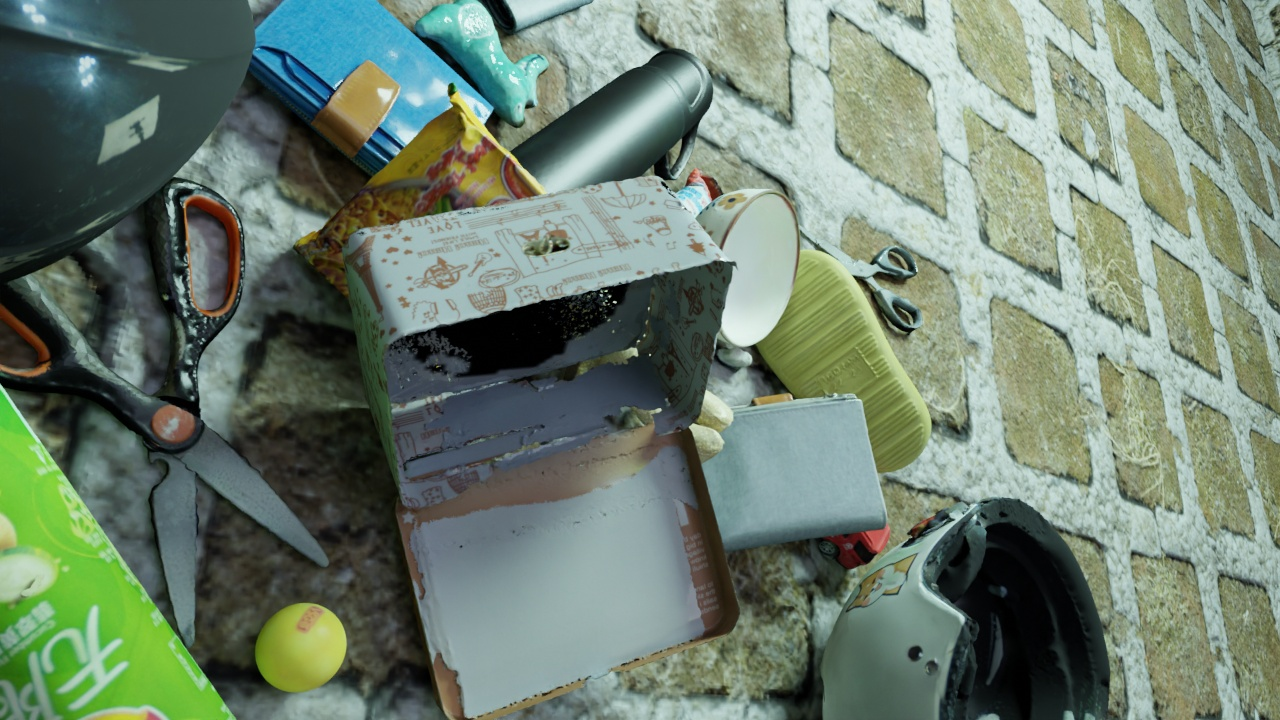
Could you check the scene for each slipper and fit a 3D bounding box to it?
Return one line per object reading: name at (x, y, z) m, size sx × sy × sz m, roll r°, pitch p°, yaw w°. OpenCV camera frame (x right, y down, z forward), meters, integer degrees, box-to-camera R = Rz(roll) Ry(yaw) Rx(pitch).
slipper at (0.157, 0.003, 0.738) m, size 0.190 × 0.092 × 0.081 m, roll 57°, pitch 7°, yaw 3°

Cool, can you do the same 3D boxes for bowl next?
bowl at (0.063, -0.071, 0.672) m, size 0.113 × 0.062 × 0.113 m, roll -24°, pitch 122°, yaw -45°

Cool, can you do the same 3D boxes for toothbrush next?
toothbrush at (0.012, -0.028, 0.656) m, size 0.181 × 0.018 × 0.015 m, roll 23°, pitch 68°, yaw -32°

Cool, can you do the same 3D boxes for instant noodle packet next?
instant noodle packet at (-0.105, -0.068, 0.501) m, size 0.111 × 0.128 × 0.044 m, roll 45°, pitch 9°, yaw -21°

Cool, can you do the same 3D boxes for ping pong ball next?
ping pong ball at (-0.159, 0.134, 0.430) m, size 0.040 × 0.040 × 0.040 m, roll 16°, pitch 65°, yaw -37°

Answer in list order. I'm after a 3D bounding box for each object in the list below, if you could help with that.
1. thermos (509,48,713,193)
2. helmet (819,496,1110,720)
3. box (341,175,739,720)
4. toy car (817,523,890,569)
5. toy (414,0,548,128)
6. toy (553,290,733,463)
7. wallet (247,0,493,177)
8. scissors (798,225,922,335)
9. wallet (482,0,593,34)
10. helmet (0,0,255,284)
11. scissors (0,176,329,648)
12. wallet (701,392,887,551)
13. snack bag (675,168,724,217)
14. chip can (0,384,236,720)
thermos at (-0.025, -0.133, 0.630) m, size 0.241 × 0.069 × 0.090 m, roll -47°, pitch 127°, yaw -41°
helmet at (0.219, 0.230, 0.648) m, size 0.230 × 0.157 × 0.273 m, roll 58°, pitch 36°, yaw -7°
box at (-0.047, 0.046, 0.491) m, size 0.179 × 0.130 × 0.273 m, roll -14°, pitch 112°, yaw -21°
toy car at (0.147, 0.105, 0.707) m, size 0.120 × 0.045 × 0.052 m, roll 51°, pitch 47°, yaw -12°
toy at (-0.099, -0.201, 0.614) m, size 0.092 × 0.030 × 0.096 m, roll 55°, pitch 40°, yaw -18°
toy at (-0.004, 0.003, 0.596) m, size 0.157 × 0.066 × 0.105 m, roll 44°, pitch 68°, yaw -11°
wallet at (-0.158, -0.163, 0.543) m, size 0.133 × 0.040 × 0.106 m, roll 39°, pitch 48°, yaw -23°
scissors at (0.207, -0.084, 0.851) m, size 0.163 × 0.014 × 0.165 m, roll 54°, pitch 50°, yaw -9°
wallet at (-0.095, -0.299, 0.660) m, size 0.121 × 0.019 × 0.097 m, roll 56°, pitch 46°, yaw -9°
helmet at (-0.268, -0.126, 0.299) m, size 0.230 × 0.234 × 0.273 m, roll 54°, pitch 40°, yaw -32°
scissors at (-0.226, 0.008, 0.431) m, size 0.221 × 0.022 × 0.224 m, roll 33°, pitch 55°, yaw -28°
wallet at (0.102, 0.076, 0.656) m, size 0.129 × 0.037 × 0.106 m, roll -6°, pitch 75°, yaw -11°
snack bag at (0.028, -0.108, 0.692) m, size 0.105 × 0.026 × 0.045 m, roll -44°, pitch 112°, yaw -38°
chip can at (-0.232, 0.100, 0.357) m, size 0.072 × 0.073 × 0.221 m, roll -37°, pitch 100°, yaw -42°
